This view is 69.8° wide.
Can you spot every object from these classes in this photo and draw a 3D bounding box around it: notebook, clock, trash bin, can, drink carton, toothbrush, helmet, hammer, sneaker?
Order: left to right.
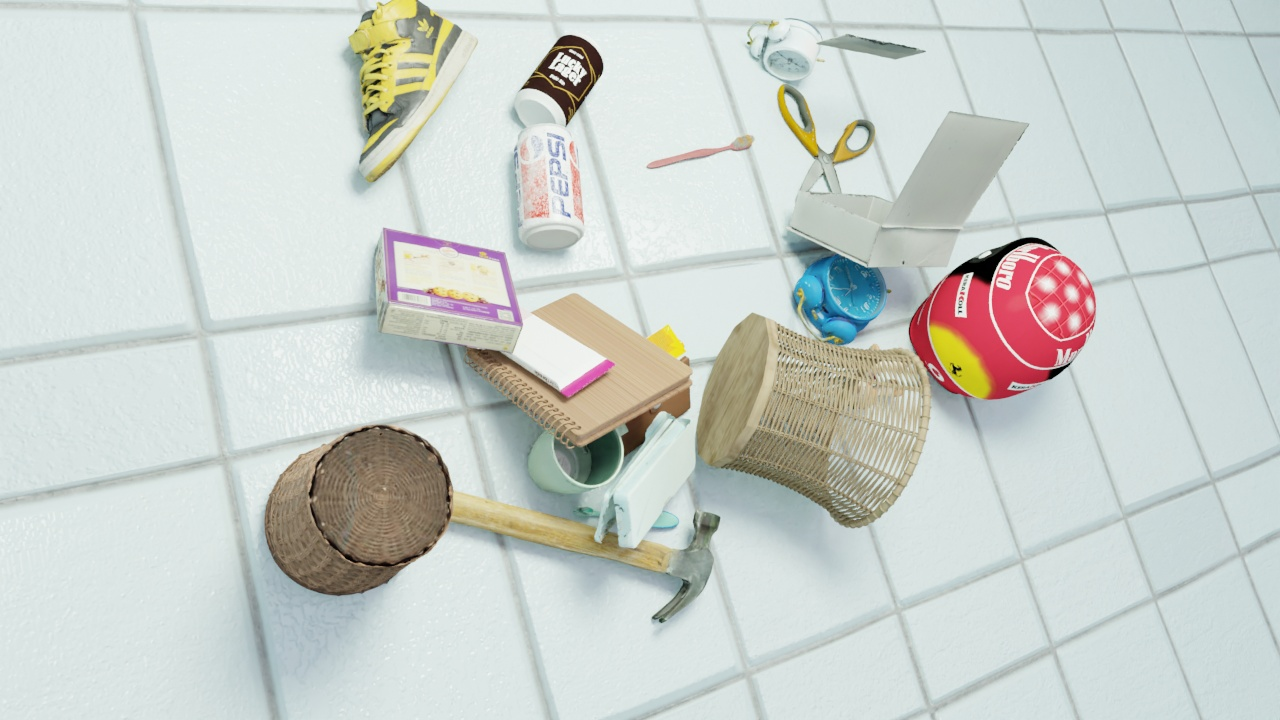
[{"bbox_3d":[-0.255,0.131,0.838,0.151,0.211,0.151,9,69,-25],"label":"trash bin"},{"bbox_3d":[-0.286,-0.320,1.040,0.122,0.086,0.237,35,57,-20],"label":"sneaker"},{"bbox_3d":[-0.110,-0.207,1.099,0.078,0.078,0.136,2,73,-27],"label":"can"},{"bbox_3d":[-0.101,-0.347,1.154,0.072,0.072,0.128,35,61,-13],"label":"can"},{"bbox_3d":[-0.074,0.004,1.002,0.168,0.022,0.210,-28,45,-31],"label":"notebook"},{"bbox_3d":[-0.071,0.195,1.004,0.330,0.033,0.132,18,80,-19],"label":"hammer"},{"bbox_3d":[-0.013,0.179,1.058,0.135,0.017,0.022,10,69,-24],"label":"toothbrush"},{"bbox_3d":[-0.006,0.006,1.094,0.122,0.058,0.041,-33,90,-31],"label":"drink carton"},{"bbox_3d":[0.084,-0.287,1.263,0.184,0.016,0.015,-20,77,-29],"label":"toothbrush"},{"bbox_3d":[0.211,-0.463,1.347,0.117,0.083,0.057,24,70,-20],"label":"clock"},{"bbox_3d":[0.273,-0.084,1.266,0.161,0.060,0.117,-42,95,-30],"label":"clock"},{"bbox_3d":[0.522,-0.064,1.294,0.270,0.225,0.197,-38,93,-30],"label":"helmet"}]

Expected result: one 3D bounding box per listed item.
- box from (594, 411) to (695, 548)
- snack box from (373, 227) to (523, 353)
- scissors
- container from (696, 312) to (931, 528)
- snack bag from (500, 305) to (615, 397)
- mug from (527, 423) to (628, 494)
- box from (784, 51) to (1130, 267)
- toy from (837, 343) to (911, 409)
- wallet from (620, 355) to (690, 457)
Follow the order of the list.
[{"bbox_3d":[0.011,0.126,1.003,0.070,0.085,0.198,32,31,8],"label":"box"},{"bbox_3d":[-0.209,-0.077,0.987,0.143,0.041,0.147,9,35,-24],"label":"snack box"},{"bbox_3d":[0.284,-0.317,1.374,0.225,0.016,0.225,-17,82,-30],"label":"scissors"},{"bbox_3d":[0.196,0.062,1.093,0.196,0.227,0.226,19,66,-13],"label":"container"},{"bbox_3d":[-0.119,-0.020,1.002,0.197,0.016,0.070,30,52,34],"label":"snack bag"},{"bbox_3d":[-0.065,0.099,1.007,0.111,0.104,0.084,-29,88,-31],"label":"mug"},{"bbox_3d":[0.382,-0.209,1.152,0.166,0.414,0.149,-5,80,-35],"label":"box"},{"bbox_3d":[0.309,0.028,1.240,0.105,0.085,0.074,-33,69,-22],"label":"toy"},{"bbox_3d":[0.017,0.056,1.085,0.120,0.087,0.013,-34,48,-31],"label":"wallet"}]
